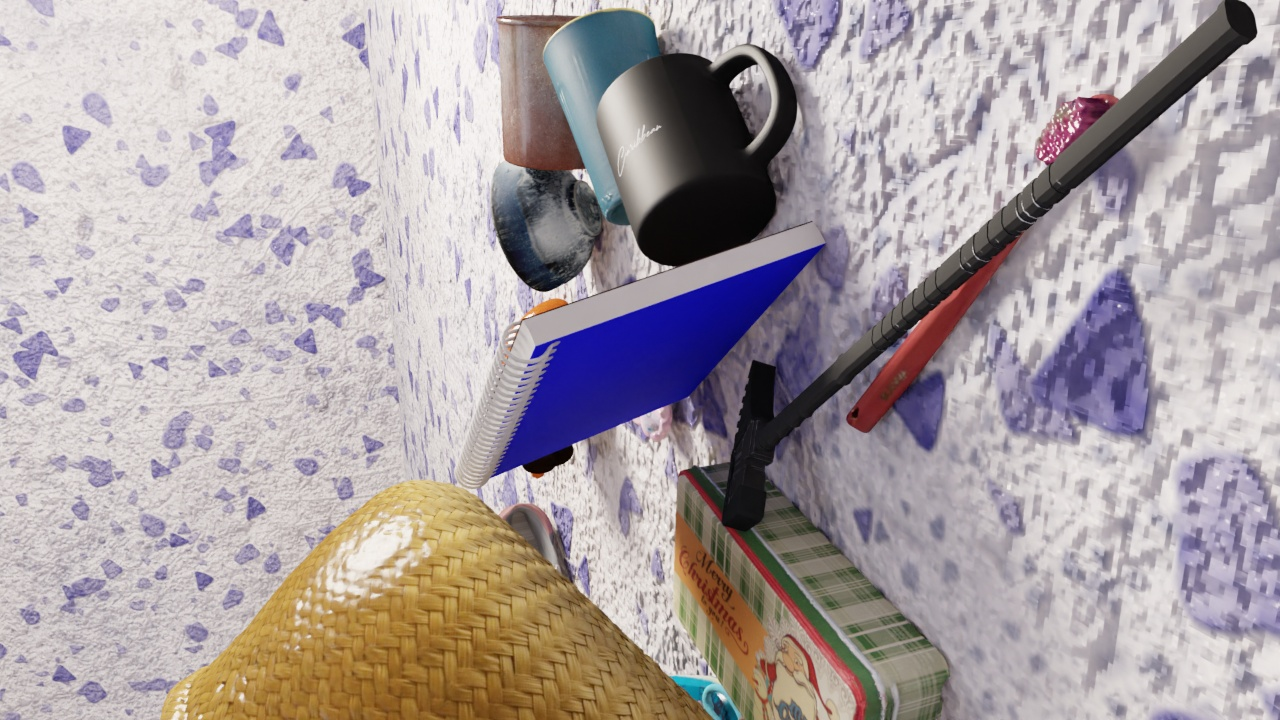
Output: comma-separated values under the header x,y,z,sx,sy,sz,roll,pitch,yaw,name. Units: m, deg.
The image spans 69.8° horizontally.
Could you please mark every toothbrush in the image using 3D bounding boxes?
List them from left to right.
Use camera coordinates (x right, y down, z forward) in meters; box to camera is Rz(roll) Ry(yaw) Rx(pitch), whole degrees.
x,y,z,sx,sy,sz,roll,pitch,yaw,name
0.122,-0.026,0.360,0.190,0.016,0.016,111,149,-52,toothbrush

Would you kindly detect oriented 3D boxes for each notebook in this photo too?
x,y,z,sx,sy,sz,roll,pitch,yaw,name
-0.013,0.005,0.512,0.022,0.171,0.210,62,154,14,notebook

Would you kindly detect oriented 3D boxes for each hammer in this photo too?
x,y,z,sx,sy,sz,roll,pitch,yaw,name
0.101,-0.020,0.363,0.326,0.015,0.094,123,162,-60,hammer

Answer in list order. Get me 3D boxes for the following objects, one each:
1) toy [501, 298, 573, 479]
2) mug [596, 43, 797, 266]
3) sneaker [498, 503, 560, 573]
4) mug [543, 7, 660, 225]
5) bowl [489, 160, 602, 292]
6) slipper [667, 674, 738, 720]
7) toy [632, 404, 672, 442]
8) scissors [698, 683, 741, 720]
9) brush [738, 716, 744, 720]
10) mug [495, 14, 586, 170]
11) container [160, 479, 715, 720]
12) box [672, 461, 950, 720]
x,y,z,sx,sy,sz,roll,pitch,yaw,name
-0.092,0.029,0.845,0.112,0.096,0.175,105,178,-46,toy
0.035,-0.118,0.497,0.114,0.078,0.088,-39,56,36,mug
-0.120,0.262,0.985,0.090,0.099,0.236,95,163,-68,sneaker
-0.011,-0.155,0.601,0.078,0.078,0.121,137,118,-65,mug
-0.068,-0.118,0.755,0.114,0.061,0.114,41,-138,-53,bowl
0.009,0.301,0.707,0.296,0.060,0.118,127,137,-59,slipper
-0.004,0.004,0.678,0.079,0.038,0.122,-56,47,51,toy
0.061,0.279,0.574,0.076,0.015,0.141,-52,46,36,scissors
0.091,0.260,0.504,0.050,0.015,0.135,32,-155,-57,brush
-0.060,-0.209,0.706,0.122,0.096,0.110,-67,-15,-65,mug
-0.088,0.214,0.517,0.307,0.196,0.307,42,168,10,container
0.076,0.148,0.495,0.205,0.050,0.118,-131,40,-58,box
